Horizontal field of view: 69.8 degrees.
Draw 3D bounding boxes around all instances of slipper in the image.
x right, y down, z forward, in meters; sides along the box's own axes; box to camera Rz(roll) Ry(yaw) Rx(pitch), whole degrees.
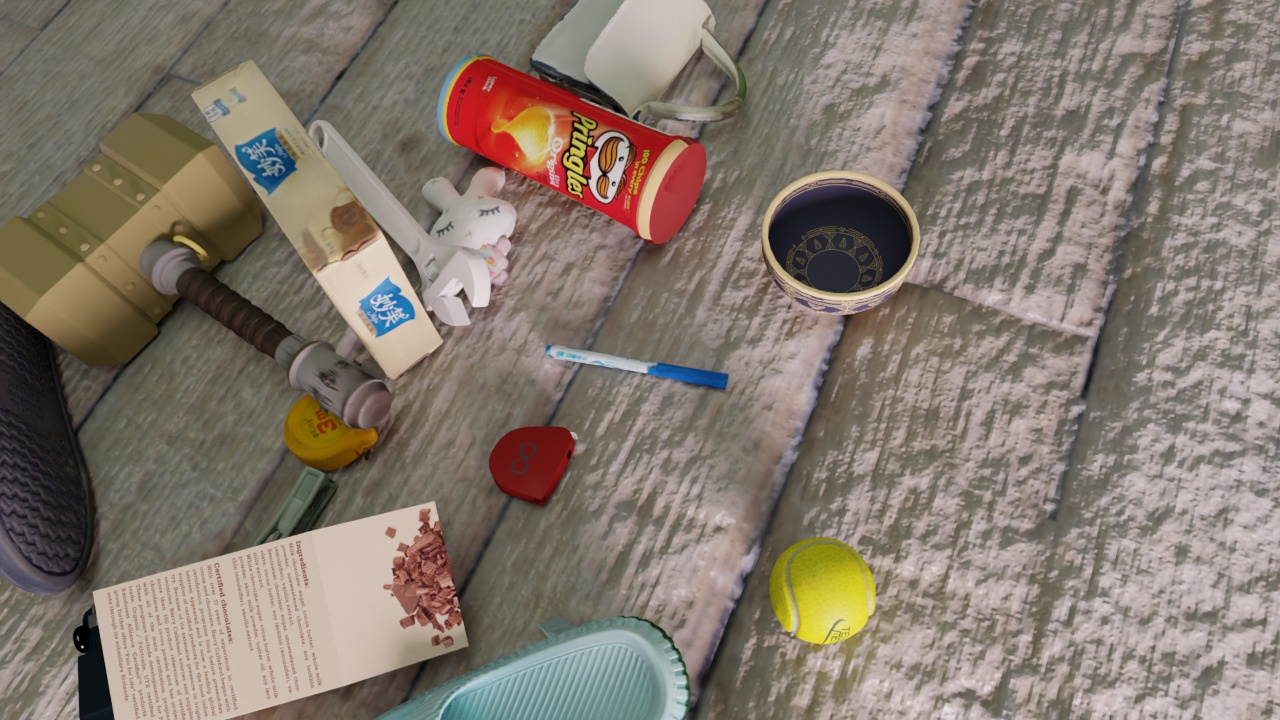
[{"bbox_3d":[-0.099,0.238,0.546,0.276,0.069,0.116,-27,59,-3],"label":"slipper"},{"bbox_3d":[-0.479,0.056,0.666,0.083,0.111,0.268,-27,60,-5],"label":"slipper"}]

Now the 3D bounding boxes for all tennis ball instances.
[{"bbox_3d":[0.114,0.144,0.577,0.065,0.065,0.065,-3,63,5],"label":"tennis ball"}]

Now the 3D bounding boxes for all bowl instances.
[{"bbox_3d":[0.147,-0.079,0.691,0.112,0.061,0.112,-3,63,5],"label":"bowl"}]

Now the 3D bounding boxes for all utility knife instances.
[{"bbox_3d":[0.008,0.234,0.572,0.031,0.015,0.207,-41,65,-20],"label":"utility knife"}]

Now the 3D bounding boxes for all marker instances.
[{"bbox_3d":[-0.004,0.004,0.693,0.142,0.013,0.013,10,64,11],"label":"marker"}]

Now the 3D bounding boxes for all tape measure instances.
[{"bbox_3d":[-0.080,0.071,0.663,0.051,0.019,0.058,18,59,17],"label":"tape measure"},{"bbox_3d":[-0.232,0.053,0.682,0.058,0.030,0.068,-34,60,-12],"label":"tape measure"}]

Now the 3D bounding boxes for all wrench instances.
[{"bbox_3d":[-0.208,-0.123,0.761,0.018,0.066,0.273,-9,45,-48],"label":"wrench"}]

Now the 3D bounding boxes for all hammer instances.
[{"bbox_3d":[-0.314,-0.041,0.693,0.325,0.101,0.190,30,70,21],"label":"hammer"}]

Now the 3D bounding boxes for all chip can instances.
[{"bbox_3d":[-0.058,-0.176,0.750,0.213,0.087,0.087,28,69,20],"label":"chip can"}]

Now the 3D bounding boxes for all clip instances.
[{"bbox_3d":[-0.247,0.113,0.654,0.023,0.043,0.075,20,67,17],"label":"clip"}]

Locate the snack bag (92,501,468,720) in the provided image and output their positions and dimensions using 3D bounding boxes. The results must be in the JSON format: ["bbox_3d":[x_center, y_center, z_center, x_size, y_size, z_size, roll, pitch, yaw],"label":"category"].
[{"bbox_3d":[-0.221,0.164,0.587,0.206,0.070,0.094,-15,81,-2],"label":"snack bag"}]

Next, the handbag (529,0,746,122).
[{"bbox_3d":[0.012,-0.262,0.793,0.176,0.074,0.151,29,69,18],"label":"handbag"}]

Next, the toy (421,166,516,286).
[{"bbox_3d":[-0.138,-0.111,0.752,0.076,0.037,0.125,-18,58,1],"label":"toy"}]

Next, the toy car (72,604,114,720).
[{"bbox_3d":[-0.347,0.212,0.610,0.046,0.034,0.112,-19,62,-4],"label":"toy car"}]

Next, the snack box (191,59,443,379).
[{"bbox_3d":[-0.240,-0.104,0.693,0.055,0.153,0.207,-35,65,-13],"label":"snack box"}]
